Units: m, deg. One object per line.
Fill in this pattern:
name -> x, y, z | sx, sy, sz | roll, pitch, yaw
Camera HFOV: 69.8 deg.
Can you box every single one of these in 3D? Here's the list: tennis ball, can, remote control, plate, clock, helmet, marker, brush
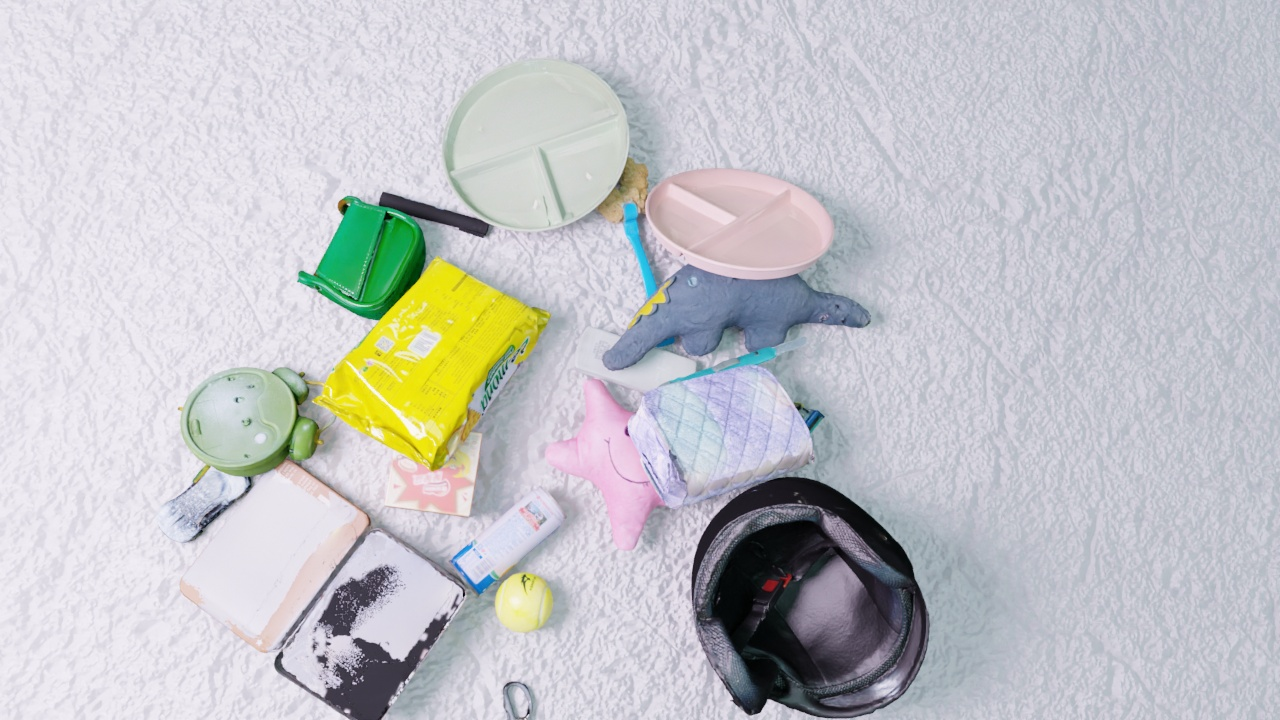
tennis ball -> -0.131, 0.272, 1.030 | 0.065, 0.065, 0.065 | 2, 80, -11
can -> -0.150, 0.204, 1.044 | 0.134, 0.053, 0.053 | -40, 90, -15
remote control -> -0.007, 0.007, 1.123 | 0.150, 0.021, 0.058 | 19, 77, -8
plate -> 0.119, -0.167, 1.112 | 0.229, 0.028, 0.229 | 4, 40, -4
clock -> -0.414, 0.066, 1.000 | 0.161, 0.056, 0.116 | -16, 67, -17
plate -> -0.126, -0.260, 1.114 | 0.230, 0.027, 0.230 | -1, 76, 4
helmet -> 0.181, 0.257, 1.015 | 0.234, 0.230, 0.274 | -41, 105, 10
marker -> -0.249, -0.175, 1.107 | 0.132, 0.020, 0.022 | 15, 71, -9
brush -> -0.004, -0.140, 1.140 | 0.083, 0.046, 0.254 | -17, 89, -15

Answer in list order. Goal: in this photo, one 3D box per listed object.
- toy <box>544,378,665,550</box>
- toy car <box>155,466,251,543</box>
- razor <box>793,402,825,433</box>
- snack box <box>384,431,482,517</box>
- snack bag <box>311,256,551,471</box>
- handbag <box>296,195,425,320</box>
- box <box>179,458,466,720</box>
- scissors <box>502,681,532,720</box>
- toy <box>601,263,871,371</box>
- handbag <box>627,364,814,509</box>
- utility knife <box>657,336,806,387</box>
toy -> -0.011, 0.104, 1.079 | 0.178, 0.075, 0.194 | -37, 88, -22
toy car -> -0.475, 0.151, 0.999 | 0.049, 0.031, 0.105 | 46, 74, -2
razor -> 0.162, 0.044, 1.145 | 0.142, 0.022, 0.042 | 36, 91, -12
snack box -> -0.230, 0.123, 1.029 | 0.092, 0.077, 0.094 | 10, 79, -10
snack bag -> -0.226, -0.006, 1.011 | 0.158, 0.068, 0.245 | 29, 54, 5
handbag -> -0.317, -0.119, 1.064 | 0.120, 0.068, 0.131 | 24, 78, 1
box -> -0.341, 0.244, 0.984 | 0.262, 0.088, 0.177 | 37, 75, -5
scissors -> -0.146, 0.452, 1.023 | 0.159, 0.014, 0.177 | -10, 83, -13
toy -> 0.119, -0.069, 1.122 | 0.355, 0.091, 0.138 | -7, 92, -17
handbag -> 0.091, 0.085, 1.047 | 0.193, 0.076, 0.134 | -12, 57, -30
utility knife -> 0.113, 0.005, 1.111 | 0.193, 0.029, 0.013 | -19, 127, -6
